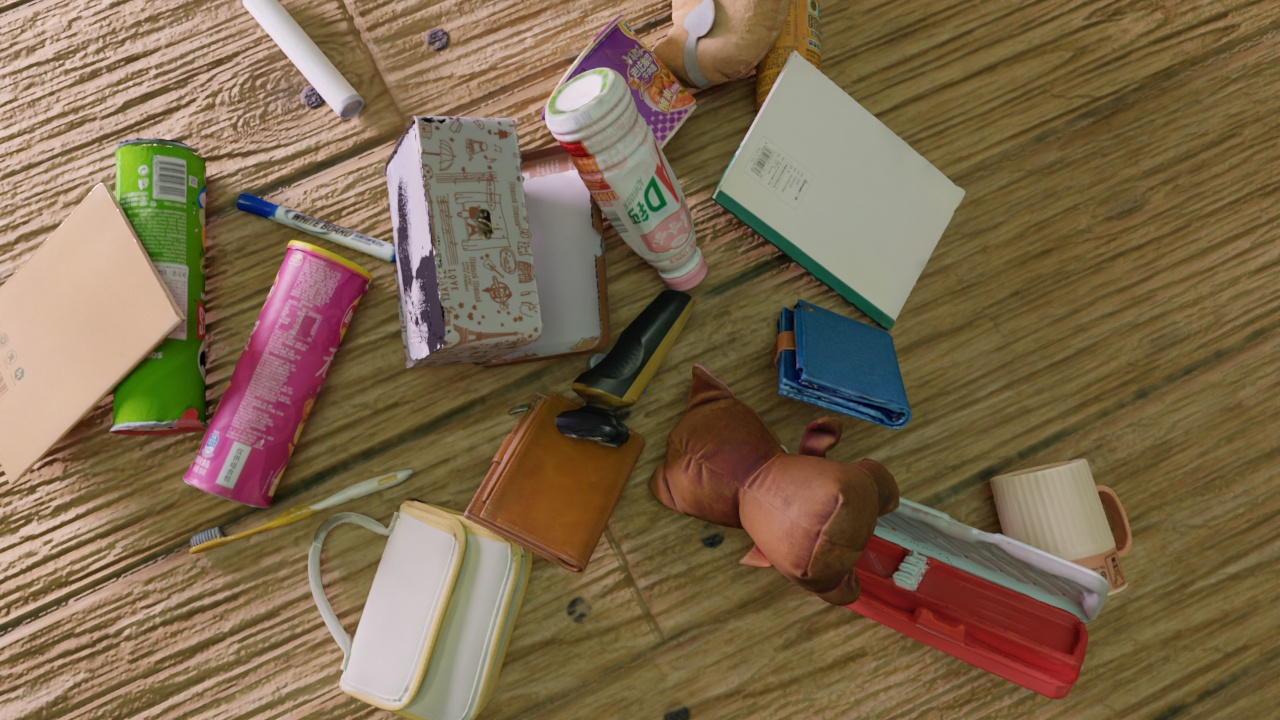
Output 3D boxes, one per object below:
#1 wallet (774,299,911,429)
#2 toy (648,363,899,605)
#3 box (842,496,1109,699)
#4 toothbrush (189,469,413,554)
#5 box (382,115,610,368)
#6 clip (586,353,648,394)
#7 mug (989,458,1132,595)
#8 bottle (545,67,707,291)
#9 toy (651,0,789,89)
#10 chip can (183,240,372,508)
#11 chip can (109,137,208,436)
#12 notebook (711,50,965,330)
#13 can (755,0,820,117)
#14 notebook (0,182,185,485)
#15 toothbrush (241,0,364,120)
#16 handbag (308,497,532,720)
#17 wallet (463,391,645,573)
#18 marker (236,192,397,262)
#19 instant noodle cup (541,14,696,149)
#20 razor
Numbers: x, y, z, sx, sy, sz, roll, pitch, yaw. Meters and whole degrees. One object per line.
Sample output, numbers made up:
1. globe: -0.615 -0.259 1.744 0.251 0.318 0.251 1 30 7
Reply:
1. wallet: 0.163 0.002 0.754 0.106 0.132 0.040 17 119 -2
2. toy: 0.099 0.096 0.726 0.200 0.130 0.140 26 94 30
3. box: 0.247 0.162 0.710 0.202 0.095 0.099 20 125 26
4. toothbrush: -0.282 0.122 0.764 0.191 0.016 0.018 -20 75 -5
5. box: -0.107 -0.087 0.746 0.168 0.151 0.182 -6 85 -26
6. clip: -0.019 0.010 0.795 0.056 0.028 0.024 20 84 -9
7. mug: 0.359 0.139 0.767 0.114 0.082 0.106 -10 81 -20
8. bottle: -0.001 -0.137 0.740 0.068 0.068 0.197 -42 129 -8
9. toy: 0.069 -0.347 0.796 0.144 0.082 0.226 -2 80 37
10. chip can: -0.295 0.011 0.751 0.071 0.071 0.210 22 82 0
11. chip can: -0.393 -0.058 0.753 0.072 0.072 0.236 -3 82 -4
12. notebook: 0.175 -0.142 0.789 0.209 0.012 0.150 33 81 -20
13. can: 0.131 -0.258 0.816 0.058 0.058 0.146 1 82 -3
14. notebook: -0.463 -0.021 0.730 0.208 0.008 0.148 -40 73 11
15. toothbrush: -0.325 -0.303 0.813 0.221 0.026 0.026 49 44 4
16. handbag: -0.191 0.195 0.740 0.179 0.063 0.163 16 80 3
17. wallet: -0.073 0.091 0.749 0.119 0.035 0.130 24 56 5
18. marker: -0.278 -0.114 0.795 0.146 0.017 0.017 19 81 0
19. instant noodle cup: -0.013 -0.219 0.783 0.099 0.112 0.111 38 82 -7
20. razor: -0.005 0.004 0.764 0.067 0.062 0.167 52 59 -27
